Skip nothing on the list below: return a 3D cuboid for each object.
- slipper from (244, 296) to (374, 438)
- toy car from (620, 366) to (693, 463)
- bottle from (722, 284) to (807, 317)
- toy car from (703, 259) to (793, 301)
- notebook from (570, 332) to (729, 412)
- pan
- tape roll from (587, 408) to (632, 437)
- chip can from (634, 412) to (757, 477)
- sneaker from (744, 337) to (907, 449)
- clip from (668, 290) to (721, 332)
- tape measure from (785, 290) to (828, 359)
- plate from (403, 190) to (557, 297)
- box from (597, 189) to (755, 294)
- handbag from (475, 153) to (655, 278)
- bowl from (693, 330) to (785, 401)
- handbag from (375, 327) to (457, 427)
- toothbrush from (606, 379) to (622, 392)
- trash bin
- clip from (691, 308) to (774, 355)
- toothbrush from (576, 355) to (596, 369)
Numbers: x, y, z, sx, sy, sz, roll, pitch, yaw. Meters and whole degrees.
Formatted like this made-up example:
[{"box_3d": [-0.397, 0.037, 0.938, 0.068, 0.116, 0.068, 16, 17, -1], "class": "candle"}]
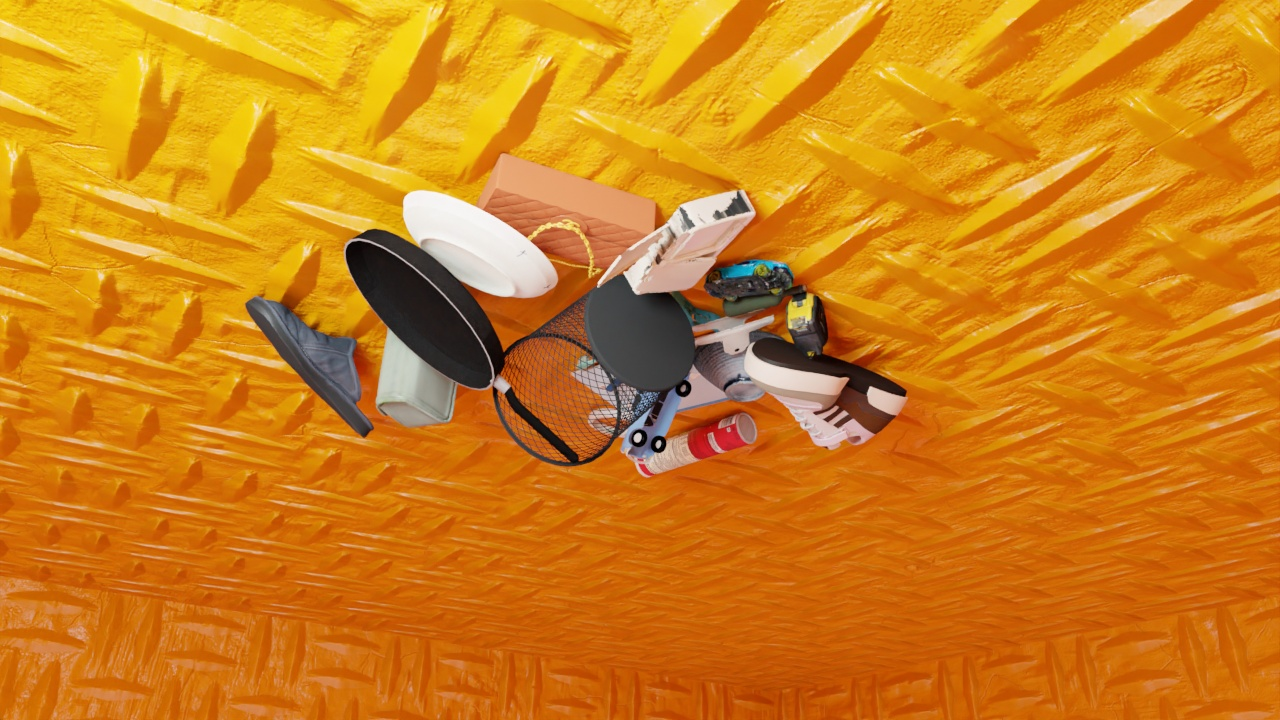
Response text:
[{"box_3d": [-0.422, -0.006, 1.233, 0.109, 0.083, 0.266, 28, 156, 41], "class": "slipper"}, {"box_3d": [0.019, 0.065, 1.249, 0.055, 0.153, 0.056, 25, -178, 43], "class": "toy car"}, {"box_3d": [0.150, -0.075, 1.109, 0.106, 0.025, 0.025, -14, 148, 27], "class": "bottle"}, {"box_3d": [0.125, -0.096, 1.065, 0.105, 0.032, 0.048, -8, 151, 28], "class": "toy car"}, {"box_3d": [0.054, 0.027, 1.318, 0.254, 0.009, 0.181, -15, 146, 27], "class": "notebook"}, {"box_3d": [-0.197, -0.012, 1.049, 0.356, 0.034, 0.226, 42, 154, -2], "class": "pan"}, {"box_3d": [-0.035, 0.098, 1.433, 0.093, 0.013, 0.093, 10, 157, 4], "class": "tape roll"}, {"box_3d": [0.086, 0.137, 1.471, 0.215, 0.051, 0.051, -23, 142, 37], "class": "chip can"}, {"box_3d": [0.225, 0.055, 1.196, 0.293, 0.116, 0.112, 13, -163, -44], "class": "sneaker"}, {"box_3d": [0.072, -0.057, 1.151, 0.120, 0.030, 0.130, -7, 148, 18], "class": "clip"}, {"box_3d": [0.203, -0.046, 1.110, 0.042, 0.072, 0.071, -16, 136, 23], "class": "tape measure"}, {"box_3d": [-0.177, -0.113, 0.979, 0.182, 0.034, 0.182, 24, 164, 7], "class": "plate"}, {"box_3d": [0.020, -0.106, 0.950, 0.183, 0.044, 0.144, -20, 165, -33], "class": "box"}, {"box_3d": [-0.085, -0.141, 0.974, 0.171, 0.060, 0.109, 14, 153, -21], "class": "handbag"}, {"box_3d": [0.139, 0.019, 1.230, 0.137, 0.057, 0.137, 0, 149, 0], "class": "bowl"}, {"box_3d": [-0.299, 0.019, 1.214, 0.067, 0.121, 0.106, -9, 152, 22], "class": "handbag"}, {"box_3d": [-0.007, 0.007, 1.260, 0.014, 0.014, 0.168, 26, 145, -15], "class": "toothbrush"}, {"box_3d": [-0.051, 0.008, 1.105, 0.184, 0.183, 0.211, 18, 148, -26], "class": "trash bin"}, {"box_3d": [0.115, -0.040, 1.158, 0.102, 0.052, 0.060, -16, 157, -2], "class": "clip"}, {"box_3d": [-0.035, -0.015, 1.244, 0.135, 0.017, 0.022, -22, 143, 32], "class": "toothbrush"}]
